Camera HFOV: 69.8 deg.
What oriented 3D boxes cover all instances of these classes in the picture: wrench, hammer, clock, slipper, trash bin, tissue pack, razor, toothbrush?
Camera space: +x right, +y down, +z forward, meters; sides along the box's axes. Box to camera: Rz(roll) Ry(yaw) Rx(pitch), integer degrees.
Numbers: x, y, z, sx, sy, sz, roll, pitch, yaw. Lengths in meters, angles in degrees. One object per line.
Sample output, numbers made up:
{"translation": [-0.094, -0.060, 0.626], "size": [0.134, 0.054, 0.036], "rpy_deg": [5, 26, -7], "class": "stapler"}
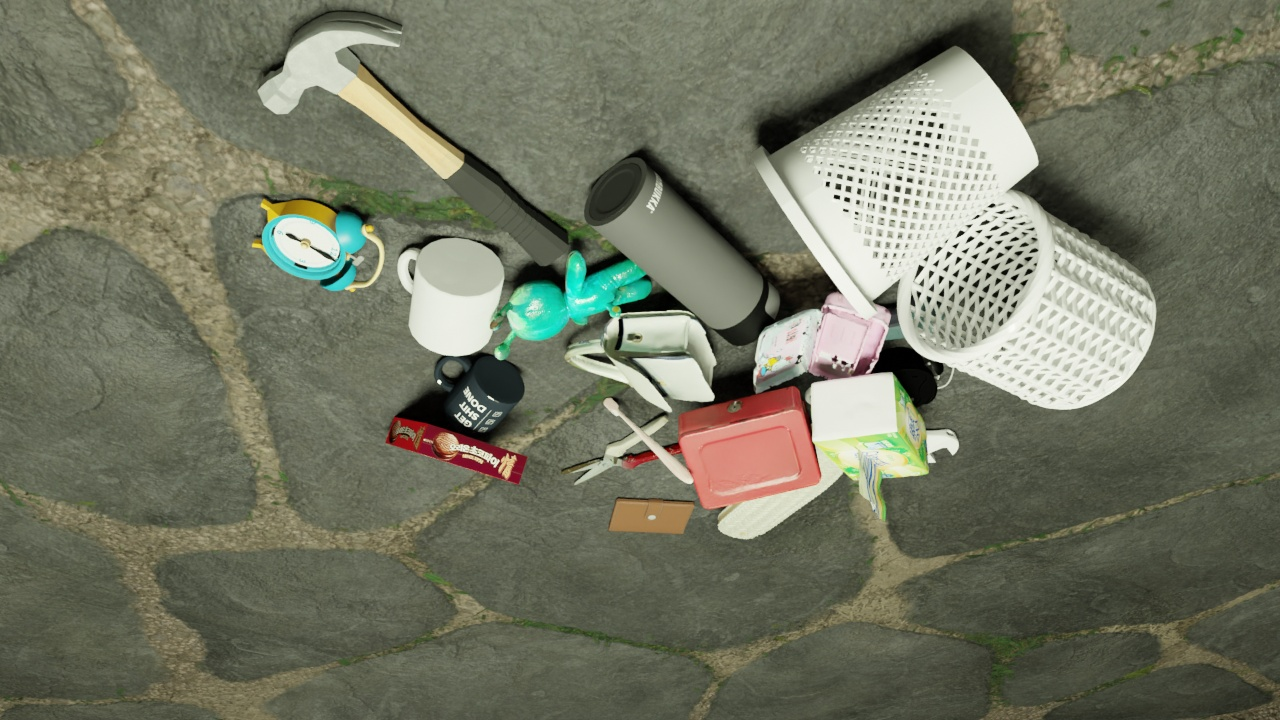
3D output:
{"translation": [0.335, 0.087, 1.270], "size": [0.273, 0.018, 0.066], "rpy_deg": [22, 131, -26], "class": "wrench"}
{"translation": [-0.192, -0.197, 0.885], "size": [0.131, 0.039, 0.328], "rpy_deg": [-31, 133, 24], "class": "hammer"}
{"translation": [-0.332, -0.120, 0.954], "size": [0.129, 0.043, 0.099], "rpy_deg": [19, 133, -15], "class": "clock"}
{"translation": [0.201, 0.168, 1.321], "size": [0.115, 0.052, 0.264], "rpy_deg": [21, 128, -23], "class": "slipper"}
{"translation": [0.241, -0.174, 0.858], "size": [0.200, 0.195, 0.195], "rpy_deg": [-35, 131, 16], "class": "trash bin"}
{"translation": [0.342, 0.024, 1.180], "size": [0.121, 0.042, 0.091], "rpy_deg": [-6, 138, 1], "class": "clock"}
{"translation": [0.285, 0.116, 1.123], "size": [0.120, 0.141, 0.197], "rpy_deg": [-13, 153, 31], "class": "tissue pack"}
{"translation": [0.294, -0.047, 1.100], "size": [0.143, 0.052, 0.047], "rpy_deg": [-8, 140, 18], "class": "razor"}
{"translation": [0.009, 0.100, 1.148], "size": [0.015, 0.181, 0.018], "rpy_deg": [-42, 140, -9], "class": "toothbrush"}

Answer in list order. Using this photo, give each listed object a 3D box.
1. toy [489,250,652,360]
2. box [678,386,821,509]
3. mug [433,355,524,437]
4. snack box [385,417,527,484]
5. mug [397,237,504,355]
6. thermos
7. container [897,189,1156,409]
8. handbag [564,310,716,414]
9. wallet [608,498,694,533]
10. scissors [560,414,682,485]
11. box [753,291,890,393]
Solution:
{"translation": [-0.077, -0.061, 1.010], "size": [0.193, 0.072, 0.131], "rpy_deg": [-20, 150, -7], "class": "toy"}
{"translation": [0.136, 0.093, 1.150], "size": [0.157, 0.156, 0.170], "rpy_deg": [-15, 138, 9], "class": "box"}
{"translation": [-0.205, 0.034, 1.125], "size": [0.105, 0.071, 0.078], "rpy_deg": [41, 125, -7], "class": "mug"}
{"translation": [-0.235, 0.113, 1.161], "size": [0.132, 0.035, 0.152], "rpy_deg": [22, 169, -27], "class": "snack box"}
{"translation": [-0.211, -0.076, 0.988], "size": [0.121, 0.090, 0.090], "rpy_deg": [31, 136, 9], "class": "mug"}
{"translation": [0.051, -0.108, 0.973], "size": [0.082, 0.082, 0.240], "rpy_deg": [-31, 132, 26], "class": "thermos"}
{"translation": [0.410, -0.061, 0.984], "size": [0.186, 0.189, 0.190], "rpy_deg": [21, 132, -28], "class": "container"}
{"translation": [-0.006, 0.006, 1.082], "size": [0.176, 0.074, 0.151], "rpy_deg": [1, 157, 16], "class": "handbag"}
{"translation": [0.016, 0.241, 1.411], "size": [0.121, 0.013, 0.088], "rpy_deg": [5, 137, -11], "class": "wallet"}
{"translation": [-0.013, 0.129, 1.282], "size": [0.185, 0.015, 0.180], "rpy_deg": [7, 138, -13], "class": "scissors"}
{"translation": [0.205, -0.018, 1.069], "size": [0.153, 0.066, 0.202], "rpy_deg": [-1, 159, 4], "class": "box"}
